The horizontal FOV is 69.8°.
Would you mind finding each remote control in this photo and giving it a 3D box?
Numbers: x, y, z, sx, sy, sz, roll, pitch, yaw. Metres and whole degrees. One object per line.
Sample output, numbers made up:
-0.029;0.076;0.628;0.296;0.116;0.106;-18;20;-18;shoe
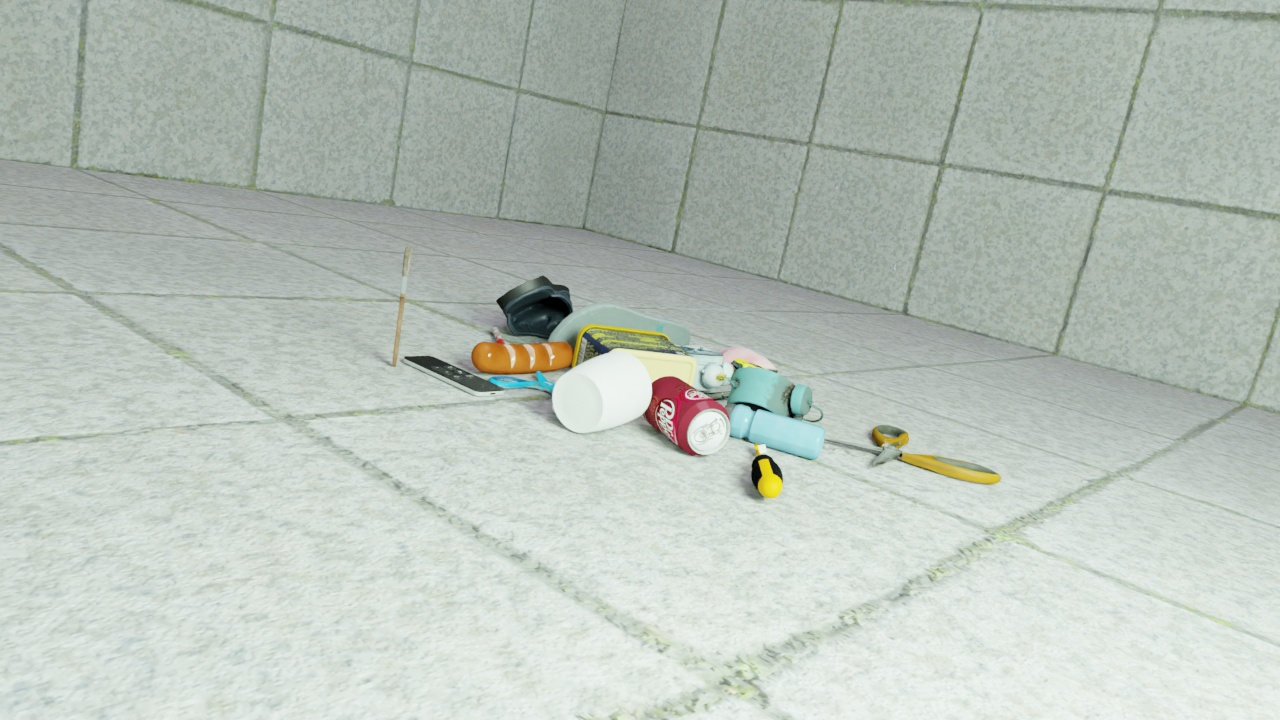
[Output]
-0.225;0.017;1.099;0.147;0.008;0.045;20;14;37;remote control

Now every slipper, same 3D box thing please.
-0.031;-0.043;1.347;0.268;0.098;0.055;2;29;-43;slipper
-0.156;-0.068;1.446;0.109;0.083;0.265;-27;-2;1;slipper

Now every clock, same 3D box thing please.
0.086;0.012;1.294;0.118;0.057;0.083;11;8;24;clock
0.163;0.053;1.127;0.124;0.053;0.090;21;-24;6;clock

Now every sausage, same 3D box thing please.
-0.151;-0.004;1.187;0.164;0.045;0.039;-2;58;-49;sausage

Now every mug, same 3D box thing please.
-0.057;0.041;1.014;0.114;0.081;0.087;-18;1;33;mug

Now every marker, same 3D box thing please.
-0.208;-0.031;1.345;0.012;0.013;0.142;8;11;-16;marker

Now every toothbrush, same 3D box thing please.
0.128;0.110;0.953;0.031;0.031;0.196;-13;6;4;toothbrush

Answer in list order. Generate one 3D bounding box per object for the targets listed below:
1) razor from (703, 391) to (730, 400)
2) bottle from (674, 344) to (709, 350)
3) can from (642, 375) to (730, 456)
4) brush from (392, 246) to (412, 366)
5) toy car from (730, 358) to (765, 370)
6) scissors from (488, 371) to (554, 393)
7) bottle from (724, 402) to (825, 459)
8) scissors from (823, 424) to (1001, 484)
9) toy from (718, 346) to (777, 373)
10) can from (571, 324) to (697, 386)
0.125;0.048;1.272;0.105;0.026;0.042;-3;20;-38;razor
0.050;-0.002;1.378;0.136;0.044;0.044;0;16;-44;bottle
0.050;0.061;1.018;0.063;0.063;0.114;6;13;-26;can
-0.281;-0.060;1.077;0.008;0.143;0.045;7;21;-14;brush
0.178;0.026;1.339;0.107;0.030;0.049;32;4;-19;toy car
-0.123;0.032;1.123;0.140;0.011;0.134;8;14;-19;scissors
0.149;0.081;1.080;0.130;0.040;0.040;15;12;18;bottle
0.333;0.114;1.162;0.225;0.016;0.229;12;11;5;scissors
0.154;0.005;1.432;0.102;0.050;0.093;3;17;-22;toy
-0.007;0.007;1.206;0.135;0.075;0.104;6;15;-25;can
